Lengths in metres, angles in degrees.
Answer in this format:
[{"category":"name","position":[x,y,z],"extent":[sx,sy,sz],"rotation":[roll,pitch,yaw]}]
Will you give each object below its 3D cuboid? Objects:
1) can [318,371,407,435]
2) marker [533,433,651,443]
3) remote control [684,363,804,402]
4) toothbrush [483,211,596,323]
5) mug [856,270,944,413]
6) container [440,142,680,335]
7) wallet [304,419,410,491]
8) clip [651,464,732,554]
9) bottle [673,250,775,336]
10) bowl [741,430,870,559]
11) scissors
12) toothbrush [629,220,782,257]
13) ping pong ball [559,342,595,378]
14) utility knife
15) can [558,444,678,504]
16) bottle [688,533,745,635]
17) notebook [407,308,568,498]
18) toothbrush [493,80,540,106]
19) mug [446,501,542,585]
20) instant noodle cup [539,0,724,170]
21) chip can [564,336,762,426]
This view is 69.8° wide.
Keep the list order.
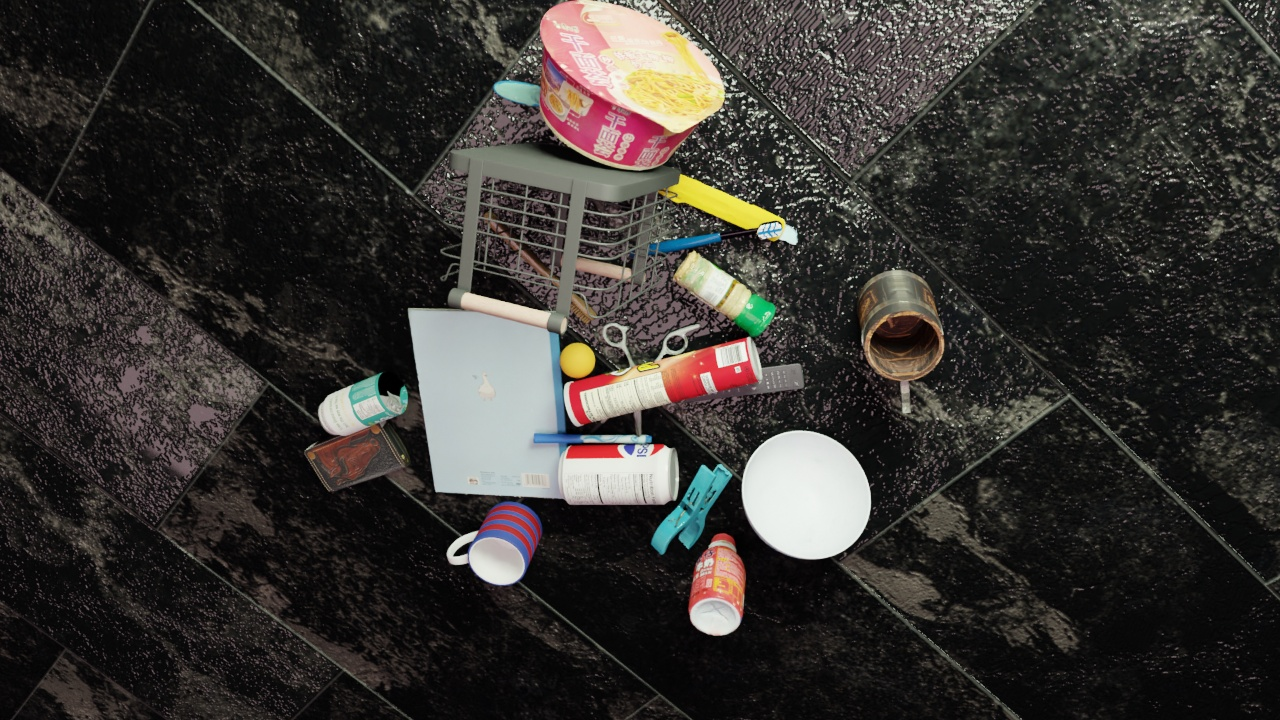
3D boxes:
[{"category":"can","position":[-0.336,0.054,1.112],"extent":[0.102,0.054,0.055],"rotation":[-21,109,19]},{"category":"marker","position":[-0.057,0.093,1.094],"extent":[0.142,0.013,0.013],"rotation":[0,115,5]},{"category":"remote control","position":[0.114,0.023,1.033],"extent":[0.136,0.015,0.032],"rotation":[-8,113,14]},{"category":"toothbrush","position":[-0.112,-0.102,1.017],"extent":[0.016,0.016,0.167],"rotation":[-40,103,24]},{"category":"mug","position":[0.264,-0.020,0.933],"extent":[0.080,0.107,0.116],"rotation":[-5,114,13]},{"category":"container","position":[-0.072,-0.124,0.874],"extent":[0.163,0.240,0.130],"rotation":[14,109,14]},{"category":"wallet","position":[-0.360,0.121,1.168],"extent":[0.123,0.019,0.072],"rotation":[-21,107,19]},{"category":"clip","position":[0.071,0.184,1.109],"extent":[0.130,0.031,0.121],"rotation":[-49,144,1]},{"category":"bottle","position":[0.089,-0.071,0.979],"extent":[0.111,0.043,0.043],"rotation":[34,116,-5]},{"category":"bowl","position":[0.179,0.160,1.040],"extent":[0.144,0.143,0.074],"rotation":[19,157,2]},{"category":"scissors","position":[0.009,0.015,1.051],"extent":[0.162,0.014,0.141],"rotation":[-19,107,18]},{"category":"toothbrush","position":[0.066,-0.126,0.965],"extent":[0.168,0.014,0.014],"rotation":[-8,125,19]},{"category":"ping pong ball","position":[-0.072,0.000,1.044],"extent":[0.040,0.040,0.040],"rotation":[4,116,9]},{"category":"utility knife","position":[0.089,-0.157,0.952],"extent":[0.165,0.017,0.031],"rotation":[25,122,-1]},{"category":"can","position":[-0.025,0.135,1.082],"extent":[0.132,0.070,0.070],"rotation":[-2,114,12]},{"category":"bottle","position":[0.093,0.255,1.078],"extent":[0.062,0.137,0.062],"rotation":[4,115,8]},{"category":"notebook","position":[-0.178,0.056,1.108],"extent":[0.181,0.009,0.254],"rotation":[2,115,9]},{"category":"toothbrush","position":[-0.086,-0.266,0.934],"extent":[0.135,0.017,0.022],"rotation":[11,120,5]},{"category":"mug","position":[-0.187,0.231,1.155],"extent":[0.112,0.076,0.075],"rotation":[-8,113,14]},{"category":"instant noodle cup","position":[-0.019,-0.250,0.854],"extent":[0.178,0.178,0.078],"rotation":[28,133,-3]},{"category":"chip can","position":[0.024,0.024,1.016],"extent":[0.215,0.051,0.052],"rotation":[-14,111,14]}]
